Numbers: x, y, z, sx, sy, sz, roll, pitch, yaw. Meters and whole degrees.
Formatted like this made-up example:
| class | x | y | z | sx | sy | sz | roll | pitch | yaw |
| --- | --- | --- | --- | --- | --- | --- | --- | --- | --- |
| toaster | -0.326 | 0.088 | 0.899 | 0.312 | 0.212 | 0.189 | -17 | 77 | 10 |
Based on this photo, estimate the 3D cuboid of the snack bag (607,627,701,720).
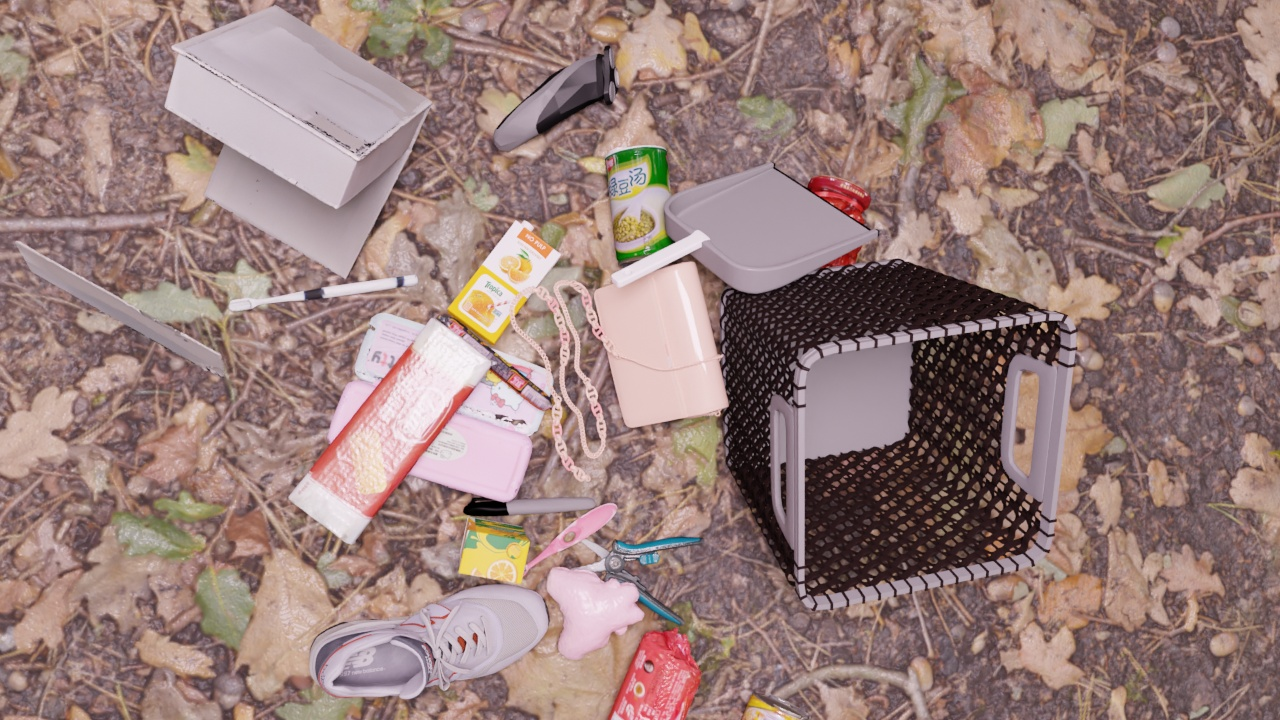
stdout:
| class | x | y | z | sx | sy | sz | roll | pitch | yaw |
| --- | --- | --- | --- | --- | --- | --- | --- | --- | --- |
| snack bag | 0.009 | 0.365 | 0.939 | 0.082 | 0.082 | 0.176 | 24 | 84 | -8 |

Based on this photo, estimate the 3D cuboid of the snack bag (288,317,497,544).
| class | x | y | z | sx | sy | sz | roll | pitch | yaw |
| --- | --- | --- | --- | --- | --- | --- | --- | --- | --- |
| snack bag | -0.239 | 0.067 | 0.892 | 0.077 | 0.041 | 0.225 | 38 | 83 | -5 |

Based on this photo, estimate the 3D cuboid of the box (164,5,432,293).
| class | x | y | z | sx | sy | sz | roll | pitch | yaw |
| --- | --- | --- | --- | --- | --- | --- | --- | --- | --- |
| box | -0.331 | -0.193 | 0.934 | 0.167 | 0.447 | 0.164 | 31 | 72 | -8 |

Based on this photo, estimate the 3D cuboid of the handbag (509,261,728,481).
| class | x | y | z | sx | sy | sz | roll | pitch | yaw |
| --- | --- | --- | --- | --- | --- | --- | --- | --- | --- |
| handbag | -0.006 | 0.005 | 0.903 | 0.186 | 0.117 | 0.198 | -13 | 90 | -49 |

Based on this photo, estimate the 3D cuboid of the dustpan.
| class | x | y | z | sx | sy | sz | roll | pitch | yaw |
| --- | --- | --- | --- | --- | --- | --- | --- | --- | --- |
| dustpan | 0.083 | -0.121 | 0.899 | 0.257 | 0.033 | 0.163 | -28 | 49 | -20 |

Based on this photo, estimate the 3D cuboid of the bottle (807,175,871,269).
| class | x | y | z | sx | sy | sz | roll | pitch | yaw |
| --- | --- | --- | --- | --- | --- | --- | --- | --- | --- |
| bottle | 0.191 | -0.139 | 0.993 | 0.099 | 0.099 | 0.111 | 21 | 87 | -9 |

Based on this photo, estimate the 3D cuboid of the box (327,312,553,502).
| class | x | y | z | sx | sy | sz | roll | pitch | yaw |
| --- | --- | --- | --- | --- | --- | --- | --- | --- | --- |
| box | -0.201 | 0.049 | 0.939 | 0.201 | 0.041 | 0.153 | 19 | 83 | -10 |

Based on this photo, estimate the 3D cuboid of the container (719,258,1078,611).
| class | x | y | z | sx | sy | sz | roll | pitch | yaw |
| --- | --- | --- | --- | --- | --- | --- | --- | --- | --- |
| container | 0.219 | 0.047 | 0.878 | 0.245 | 0.243 | 0.248 | -9 | 112 | -11 |

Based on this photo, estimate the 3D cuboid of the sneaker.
| class | x | y | z | sx | sy | sz | roll | pitch | yaw |
| --- | --- | --- | --- | --- | --- | --- | --- | --- | --- |
| sneaker | -0.202 | 0.281 | 0.883 | 0.239 | 0.124 | 0.089 | -10 | 89 | -11 |

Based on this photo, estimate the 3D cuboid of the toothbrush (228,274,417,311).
| class | x | y | z | sx | sy | sz | roll | pitch | yaw |
| --- | --- | --- | --- | --- | --- | --- | --- | --- | --- |
| toothbrush | -0.321 | -0.068 | 0.935 | 0.186 | 0.017 | 0.012 | -10 | 109 | -11 |

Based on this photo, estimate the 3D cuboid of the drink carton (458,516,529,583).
| class | x | y | z | sx | sy | sz | roll | pitch | yaw |
| --- | --- | --- | --- | --- | --- | --- | --- | --- | --- |
| drink carton | -0.145 | 0.185 | 0.900 | 0.058 | 0.122 | 0.041 | 12 | 84 | -10 |

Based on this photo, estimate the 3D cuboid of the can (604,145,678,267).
| class | x | y | z | sx | sy | sz | roll | pitch | yaw |
| --- | --- | --- | --- | --- | --- | --- | --- | --- | --- |
| can | 0.001 | -0.163 | 0.973 | 0.067 | 0.067 | 0.121 | -6 | 88 | -11 |

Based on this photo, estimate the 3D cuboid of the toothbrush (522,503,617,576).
| class | x | y | z | sx | sy | sz | roll | pitch | yaw |
| --- | --- | --- | --- | --- | --- | --- | --- | --- | --- |
| toothbrush | -0.081 | 0.190 | 0.962 | 0.135 | 0.016 | 0.021 | -34 | 77 | -7 |

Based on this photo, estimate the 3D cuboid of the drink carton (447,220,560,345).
| class | x | y | z | sx | sy | sz | roll | pitch | yaw |
| --- | --- | --- | --- | --- | --- | --- | --- | --- | --- |
| drink carton | -0.140 | -0.082 | 0.957 | 0.058 | 0.040 | 0.122 | 37 | 81 | -7 |

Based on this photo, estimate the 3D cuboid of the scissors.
| class | x | y | z | sx | sy | sz | roll | pitch | yaw |
| --- | --- | --- | --- | --- | --- | --- | --- | --- | --- |
| scissors | 0.001 | 0.230 | 0.976 | 0.148 | 0.019 | 0.118 | -11 | 85 | -5 |

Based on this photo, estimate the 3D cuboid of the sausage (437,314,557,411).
| class | x | y | z | sx | sy | sz | roll | pitch | yaw |
| --- | --- | --- | --- | --- | --- | --- | --- | --- | --- |
| sausage | -0.147 | 0.004 | 0.941 | 0.155 | 0.020 | 0.020 | 40 | 81 | 0 |

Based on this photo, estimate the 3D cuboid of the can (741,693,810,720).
| class | x | y | z | sx | sy | sz | roll | pitch | yaw |
| --- | --- | --- | --- | --- | --- | --- | --- | --- | --- |
| can | 0.130 | 0.411 | 0.966 | 0.067 | 0.068 | 0.105 | 24 | 82 | -8 |

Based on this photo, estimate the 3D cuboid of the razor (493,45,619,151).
| class | x | y | z | sx | sy | sz | roll | pitch | yaw |
| --- | --- | --- | --- | --- | --- | --- | --- | --- | --- |
| razor | -0.089 | -0.273 | 0.972 | 0.156 | 0.057 | 0.060 | -27 | 64 | -3 |

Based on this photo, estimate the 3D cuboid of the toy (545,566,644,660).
| class | x | y | z | sx | sy | sz | roll | pitch | yaw |
| --- | --- | --- | --- | --- | --- | --- | --- | --- | --- |
| toy | -0.045 | 0.256 | 0.946 | 0.096 | 0.052 | 0.099 | -11 | 93 | 5 |

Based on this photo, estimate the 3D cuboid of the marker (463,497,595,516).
| class | x | y | z | sx | sy | sz | roll | pitch | yaw |
| --- | --- | --- | --- | --- | --- | --- | --- | --- | --- |
| marker | -0.116 | 0.151 | 0.963 | 0.138 | 0.016 | 0.022 | -2 | 64 | -11 |
